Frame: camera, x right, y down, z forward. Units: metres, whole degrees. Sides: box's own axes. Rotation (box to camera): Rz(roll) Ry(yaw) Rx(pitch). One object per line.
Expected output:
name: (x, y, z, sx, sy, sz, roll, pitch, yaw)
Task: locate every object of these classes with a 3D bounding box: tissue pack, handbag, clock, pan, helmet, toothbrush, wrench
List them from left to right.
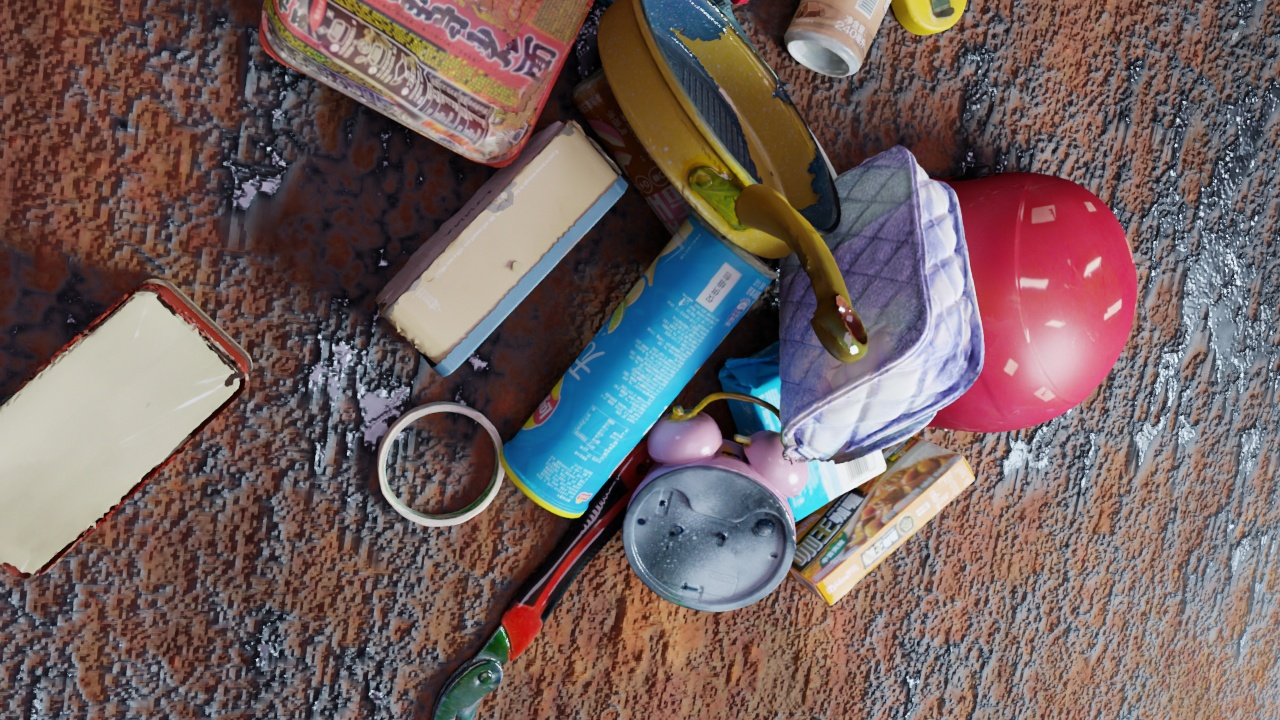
wrench: (-0.068, 0.173, 0.667, 0.056, 0.016, 0.273, 35, 86, -25)
clock: (0.053, 0.094, 0.633, 0.117, 0.059, 0.159, 14, 115, 2)
pan: (0.063, -0.108, 0.506, 0.078, 0.356, 0.197, -34, 123, 29)
toothbrush: (0.098, -0.198, 0.664, 0.016, 0.018, 0.191, -40, 108, -10)
tissue pack: (0.119, 0.048, 0.688, 0.090, 0.063, 0.140, -26, 108, -16)
handbag: (0.148, -0.036, 0.599, 0.075, 0.135, 0.193, 32, 46, -26)
helmet: (0.289, -0.047, 0.694, 0.239, 0.144, 0.207, -27, 105, -15)

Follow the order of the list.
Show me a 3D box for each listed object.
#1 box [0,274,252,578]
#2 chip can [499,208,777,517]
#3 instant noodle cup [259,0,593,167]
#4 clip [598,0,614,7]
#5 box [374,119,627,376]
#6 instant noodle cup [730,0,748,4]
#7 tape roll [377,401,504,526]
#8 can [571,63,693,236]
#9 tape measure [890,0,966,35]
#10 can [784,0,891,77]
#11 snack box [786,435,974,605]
box: (-0.315, 0.036, 0.524, 0.168, 0.076, 0.091, -44, 111, -9)
chip can: (-0.004, 0.004, 0.603, 0.071, 0.071, 0.210, 34, 102, -21)
instant noodle cup: (-0.117, -0.229, 0.549, 0.164, 0.079, 0.189, 26, 91, -22)
clip: (-0.016, -0.247, 0.618, 0.054, 0.013, 0.033, 44, 84, -18)
box: (-0.095, -0.069, 0.580, 0.060, 0.090, 0.184, 43, 86, -22)
instant noodle cup: (0.100, -0.297, 0.572, 0.124, 0.116, 0.116, -12, 98, -6)
tape roll: (-0.135, 0.071, 0.627, 0.085, 0.014, 0.086, -3, 100, -19)
can: (0.018, -0.138, 0.624, 0.058, 0.058, 0.147, -42, 110, -9)
tape measure: (0.219, -0.276, 0.688, 0.060, 0.029, 0.057, -30, 108, -13)
can: (0.151, -0.266, 0.650, 0.058, 0.058, 0.116, 25, 90, -22)
snack box: (0.179, 0.120, 0.714, 0.153, 0.075, 0.026, -38, 110, -10)
